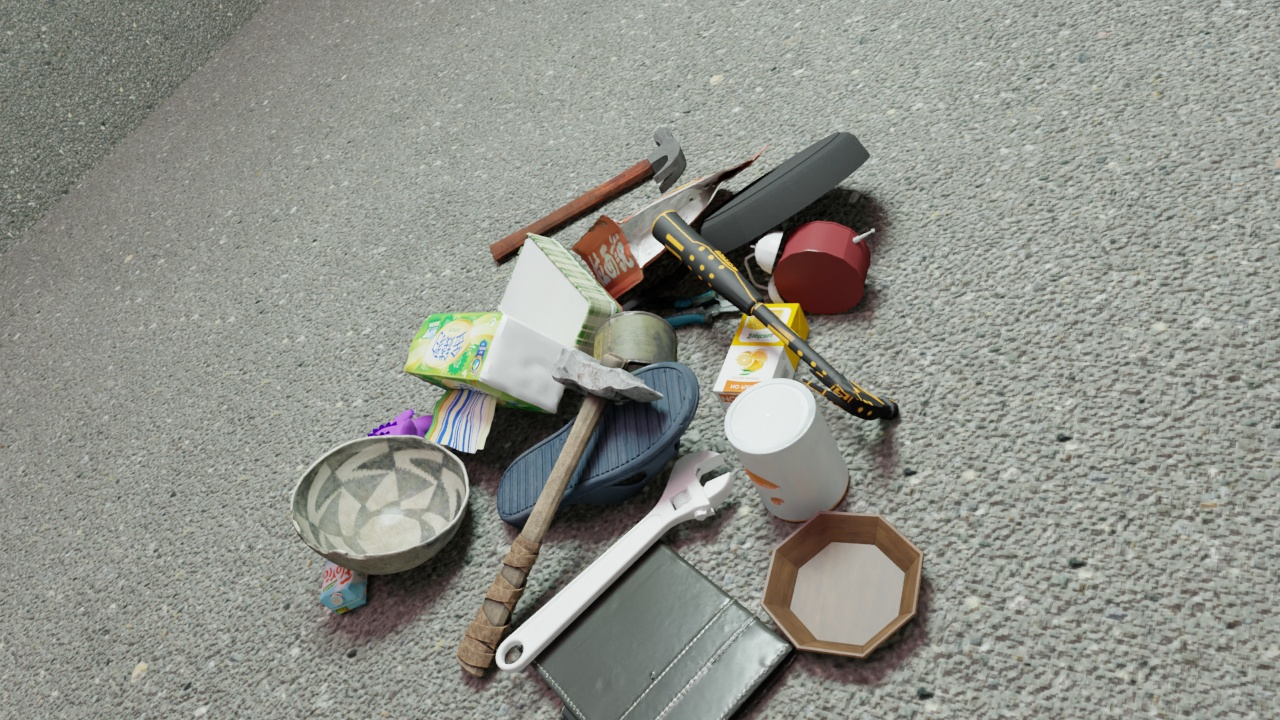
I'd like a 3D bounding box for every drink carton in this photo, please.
[{"bbox_3d":[-0.315,0.211,0.992,0.044,0.038,0.128,-23,42,10],"label":"drink carton"},{"bbox_3d":[0.122,0.001,0.925,0.059,0.040,0.122,1,51,32],"label":"drink carton"}]

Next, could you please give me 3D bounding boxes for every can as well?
[{"bbox_3d":[-0.006,0.006,0.962,0.090,0.090,0.074,-16,44,18],"label":"can"}]

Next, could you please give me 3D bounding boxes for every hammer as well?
[{"bbox_3d":[-0.088,0.139,0.845,0.122,0.049,0.318,23,86,48],"label":"hammer"},{"bbox_3d":[0.110,-0.050,0.874,0.320,0.123,0.036,47,111,34],"label":"hammer"},{"bbox_3d":[-0.075,-0.219,1.270,0.301,0.028,0.111,-29,40,5],"label":"hammer"}]

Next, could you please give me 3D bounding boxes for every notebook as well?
[{"bbox_3d":[0.004,0.244,0.774,0.169,0.029,0.209,-43,39,-15],"label":"notebook"}]

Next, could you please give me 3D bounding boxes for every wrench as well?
[{"bbox_3d":[-0.021,0.179,0.825,0.273,0.018,0.066,-41,41,-14],"label":"wrench"}]

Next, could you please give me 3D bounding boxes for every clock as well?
[{"bbox_3d":[0.176,-0.095,0.944,0.138,0.096,0.048,1,50,28],"label":"clock"}]

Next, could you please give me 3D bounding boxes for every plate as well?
[{"bbox_3d":[0.164,0.181,0.736,0.131,0.025,0.131,-17,43,17],"label":"plate"}]

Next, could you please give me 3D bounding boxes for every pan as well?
[{"bbox_3d":[0.090,-0.144,1.023,0.356,0.044,0.204,-32,9,9],"label":"pan"}]

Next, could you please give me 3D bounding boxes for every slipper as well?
[{"bbox_3d":[-0.031,0.100,0.904,0.264,0.082,0.101,-34,44,28],"label":"slipper"}]

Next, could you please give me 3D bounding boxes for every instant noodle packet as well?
[{"bbox_3d":[0.044,-0.170,1.075,0.220,0.084,0.165,-35,3,-17],"label":"instant noodle packet"}]

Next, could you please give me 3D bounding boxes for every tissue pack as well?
[{"bbox_3d":[-0.181,0.031,1.009,0.198,0.120,0.141,-1,67,58],"label":"tissue pack"}]

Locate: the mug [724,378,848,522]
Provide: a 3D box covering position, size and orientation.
[{"bbox_3d":[0.128,0.079,0.797,0.082,0.105,0.082,-17,43,17],"label":"mug"}]

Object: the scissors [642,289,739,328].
[{"bbox_3d":[0.055,-0.060,1.040,0.126,0.019,0.144,-39,41,-6],"label":"scissors"}]

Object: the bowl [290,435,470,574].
[{"bbox_3d":[-0.268,0.162,0.964,0.178,0.081,0.178,3,38,-3],"label":"bowl"}]

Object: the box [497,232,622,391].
[{"bbox_3d":[-0.100,-0.060,1.079,0.205,0.050,0.118,47,120,50],"label":"box"}]

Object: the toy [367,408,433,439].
[{"bbox_3d":[-0.284,0.097,1.070,0.088,0.056,0.105,-20,44,17],"label":"toy"}]
